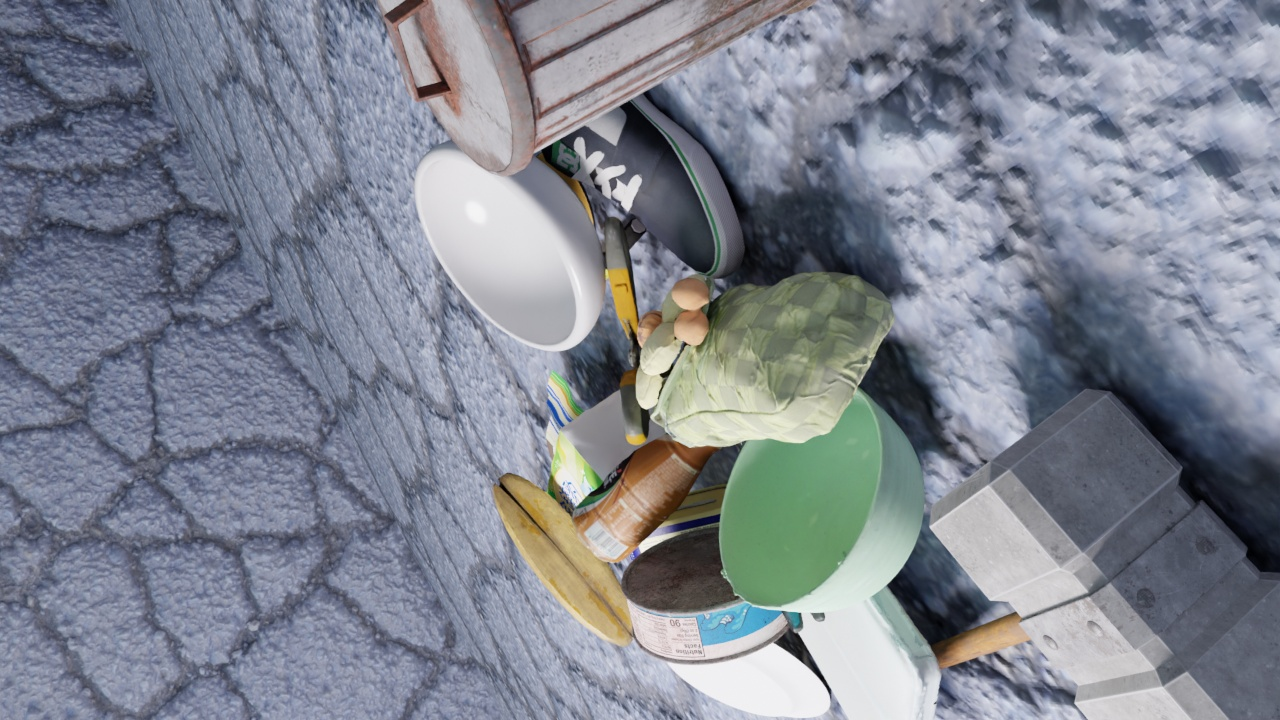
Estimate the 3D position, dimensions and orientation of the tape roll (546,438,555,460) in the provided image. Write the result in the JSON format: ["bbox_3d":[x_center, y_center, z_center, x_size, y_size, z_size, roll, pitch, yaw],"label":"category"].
[{"bbox_3d":[-0.070,0.115,1.055,0.094,0.030,0.094,43,149,34],"label":"tape roll"}]

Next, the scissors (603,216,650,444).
[{"bbox_3d":[-0.004,0.002,0.704,0.225,0.016,0.216,78,-174,-50],"label":"scissors"}]

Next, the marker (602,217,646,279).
[{"bbox_3d":[-0.024,-0.088,0.778,0.124,0.017,0.021,142,144,-63],"label":"marker"}]

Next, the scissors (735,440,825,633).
[{"bbox_3d":[0.098,0.125,0.662,0.019,0.126,0.144,-29,113,30],"label":"scissors"}]

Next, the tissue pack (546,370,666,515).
[{"bbox_3d":[-0.046,0.088,0.892,0.141,0.120,0.198,48,145,19],"label":"tissue pack"}]

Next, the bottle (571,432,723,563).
[{"bbox_3d":[0.018,0.091,0.739,0.059,0.167,0.059,41,-166,-13],"label":"bottle"}]

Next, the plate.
[{"bbox_3d":[0.084,0.294,0.864,0.189,0.016,0.189,20,145,15],"label":"plate"}]

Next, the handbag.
[{"bbox_3d":[0.061,-0.010,0.574,0.117,0.113,0.187,27,164,-19],"label":"handbag"}]

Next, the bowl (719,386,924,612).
[{"bbox_3d":[0.124,0.094,0.583,0.077,0.150,0.151,25,166,-23],"label":"bowl"}]

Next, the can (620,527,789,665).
[{"bbox_3d":[0.053,0.177,0.705,0.130,0.129,0.044,12,118,58],"label":"can"}]

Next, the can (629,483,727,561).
[{"bbox_3d":[0.048,0.168,0.803,0.056,0.116,0.092,-62,-45,-70],"label":"can"}]

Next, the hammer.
[{"bbox_3d":[0.216,0.156,0.532,0.162,0.082,0.318,53,161,18],"label":"hammer"}]

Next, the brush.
[{"bbox_3d":[-0.071,0.187,0.860,0.195,0.059,0.043,51,163,2],"label":"brush"}]

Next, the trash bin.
[{"bbox_3d":[-0.021,-0.185,0.437,0.131,0.210,0.131,49,160,25],"label":"trash bin"}]

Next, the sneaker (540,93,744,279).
[{"bbox_3d":[-0.020,-0.142,0.648,0.235,0.078,0.084,53,153,16],"label":"sneaker"}]

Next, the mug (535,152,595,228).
[{"bbox_3d":[-0.112,-0.119,0.823,0.100,0.094,0.124,64,155,-4],"label":"mug"}]

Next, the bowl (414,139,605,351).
[{"bbox_3d":[-0.087,-0.095,0.692,0.177,0.066,0.177,32,147,24],"label":"bowl"}]

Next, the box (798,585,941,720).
[{"bbox_3d":[0.150,0.201,0.678,0.208,0.037,0.189,-119,19,-49],"label":"box"}]
